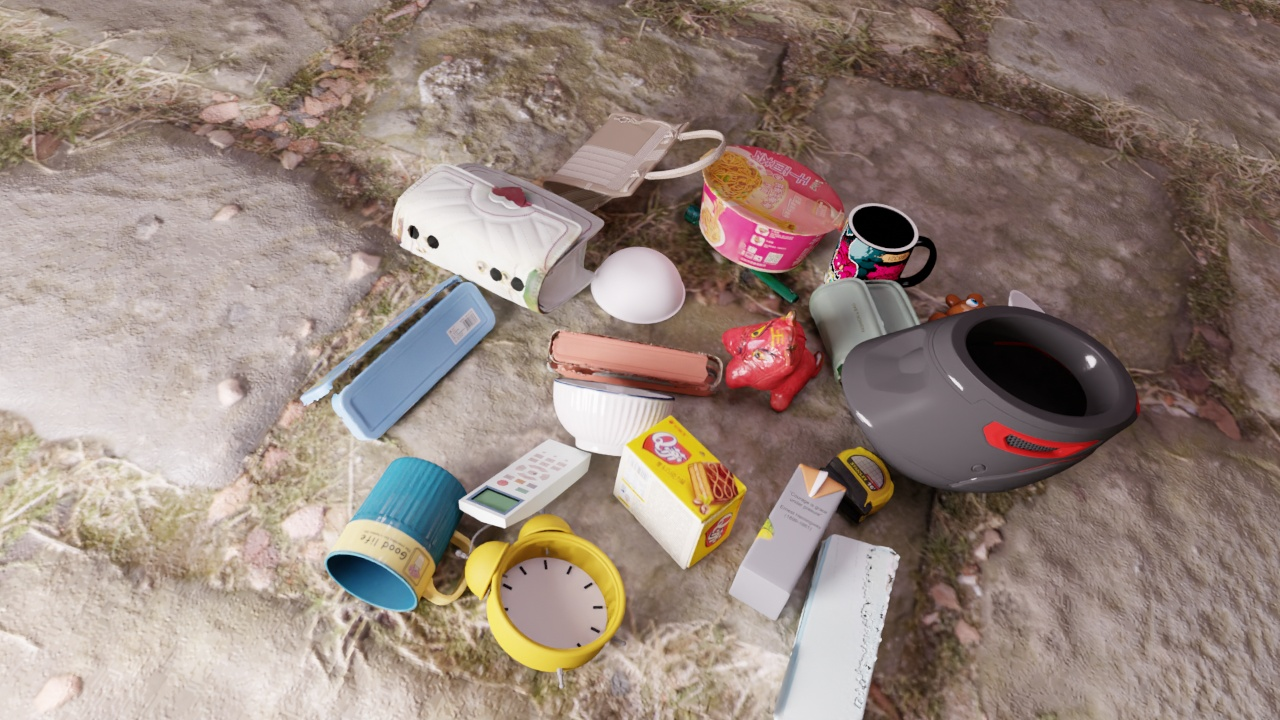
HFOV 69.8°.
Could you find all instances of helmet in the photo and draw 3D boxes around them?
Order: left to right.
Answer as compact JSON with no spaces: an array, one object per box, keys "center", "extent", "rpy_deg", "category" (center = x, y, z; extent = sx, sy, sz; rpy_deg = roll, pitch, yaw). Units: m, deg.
[{"center":[0.320,0.047,0.895],"extent":[0.264,0.170,0.163],"rpy_deg":[14,50,-7],"category":"helmet"}]

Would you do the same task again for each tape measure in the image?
[{"center":[0.214,0.121,0.903],"extent":[0.064,0.037,0.065],"rpy_deg":[-31,63,-30],"category":"tape measure"}]

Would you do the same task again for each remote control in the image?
[{"center":[-0.100,0.114,0.836],"extent":[0.050,0.024,0.143],"rpy_deg":[17,26,25],"category":"remote control"}]

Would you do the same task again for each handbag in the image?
[{"center":[-0.155,-0.139,1.007],"extent":[0.198,0.096,0.141],"rpy_deg":[26,37,15],"category":"handbag"},{"center":[0.011,-0.242,1.106],"extent":[0.198,0.062,0.175],"rpy_deg":[2,42,34],"category":"handbag"},{"center":[0.253,-0.029,1.018],"extent":[0.106,0.067,0.121],"rpy_deg":[-3,51,-10],"category":"handbag"}]

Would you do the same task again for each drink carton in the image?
[{"center":[0.134,0.163,0.832],"extent":[0.048,0.076,0.124],"rpy_deg":[28,55,14],"category":"drink carton"}]

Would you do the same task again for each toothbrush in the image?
[{"center":[0.121,-0.132,1.116],"extent":[0.016,0.017,0.190],"rpy_deg":[-29,60,-33],"category":"toothbrush"}]

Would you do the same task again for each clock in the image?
[{"center":[-0.081,0.193,0.779],"extent":[0.113,0.052,0.152],"rpy_deg":[-24,61,-38],"category":"clock"}]

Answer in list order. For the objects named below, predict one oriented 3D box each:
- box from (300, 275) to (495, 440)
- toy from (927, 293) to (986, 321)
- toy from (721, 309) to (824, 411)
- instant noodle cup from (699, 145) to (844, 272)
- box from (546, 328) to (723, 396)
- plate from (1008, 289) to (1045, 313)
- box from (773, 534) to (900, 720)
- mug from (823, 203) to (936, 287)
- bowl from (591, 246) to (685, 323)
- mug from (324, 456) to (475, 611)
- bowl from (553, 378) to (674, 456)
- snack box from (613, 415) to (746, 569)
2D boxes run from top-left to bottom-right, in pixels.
[{"center":[-0.241,-0.001,0.938],"extent":[0.208,0.078,0.074],"rpy_deg":[-48,114,-38],"category":"box"},{"center":[0.380,-0.040,1.052],"extent":[0.095,0.065,0.127],"rpy_deg":[30,46,4],"category":"toy"},{"center":[0.160,-0.001,0.959],"extent":[0.132,0.094,0.088],"rpy_deg":[10,59,-39],"category":"toy"},{"center":[0.147,-0.177,1.104],"extent":[0.178,0.078,0.178],"rpy_deg":[11,42,-11],"category":"instant noodle cup"},{"center":[-0.006,0.010,0.971],"extent":[0.188,0.062,0.058],"rpy_deg":[11,75,-3],"category":"box"},{"center":[0.447,0.004,1.010],"extent":[0.174,0.036,0.173],"rpy_deg":[33,35,-27],"category":"plate"},{"center":[0.167,0.242,0.793],"extent":[0.083,0.066,0.198],"rpy_deg":[4,45,27],"category":"box"},{"center":[0.287,-0.118,1.077],"extent":[0.118,0.098,0.081],"rpy_deg":[6,49,-5],"category":"mug"},{"center":[0.000,-0.096,1.049],"extent":[0.110,0.041,0.109],"rpy_deg":[5,49,-6],"category":"bowl"},{"center":[-0.193,0.156,0.787],"extent":[0.113,0.083,0.107],"rpy_deg":[38,45,-15],"category":"mug"},{"center":[-0.030,0.057,0.887],"extent":[0.118,0.118,0.062],"rpy_deg":[9,91,-2],"category":"bowl"},{"center":[0.035,0.121,0.843],"extent":[0.061,0.084,0.106],"rpy_deg":[-29,59,-31],"category":"snack box"}]
